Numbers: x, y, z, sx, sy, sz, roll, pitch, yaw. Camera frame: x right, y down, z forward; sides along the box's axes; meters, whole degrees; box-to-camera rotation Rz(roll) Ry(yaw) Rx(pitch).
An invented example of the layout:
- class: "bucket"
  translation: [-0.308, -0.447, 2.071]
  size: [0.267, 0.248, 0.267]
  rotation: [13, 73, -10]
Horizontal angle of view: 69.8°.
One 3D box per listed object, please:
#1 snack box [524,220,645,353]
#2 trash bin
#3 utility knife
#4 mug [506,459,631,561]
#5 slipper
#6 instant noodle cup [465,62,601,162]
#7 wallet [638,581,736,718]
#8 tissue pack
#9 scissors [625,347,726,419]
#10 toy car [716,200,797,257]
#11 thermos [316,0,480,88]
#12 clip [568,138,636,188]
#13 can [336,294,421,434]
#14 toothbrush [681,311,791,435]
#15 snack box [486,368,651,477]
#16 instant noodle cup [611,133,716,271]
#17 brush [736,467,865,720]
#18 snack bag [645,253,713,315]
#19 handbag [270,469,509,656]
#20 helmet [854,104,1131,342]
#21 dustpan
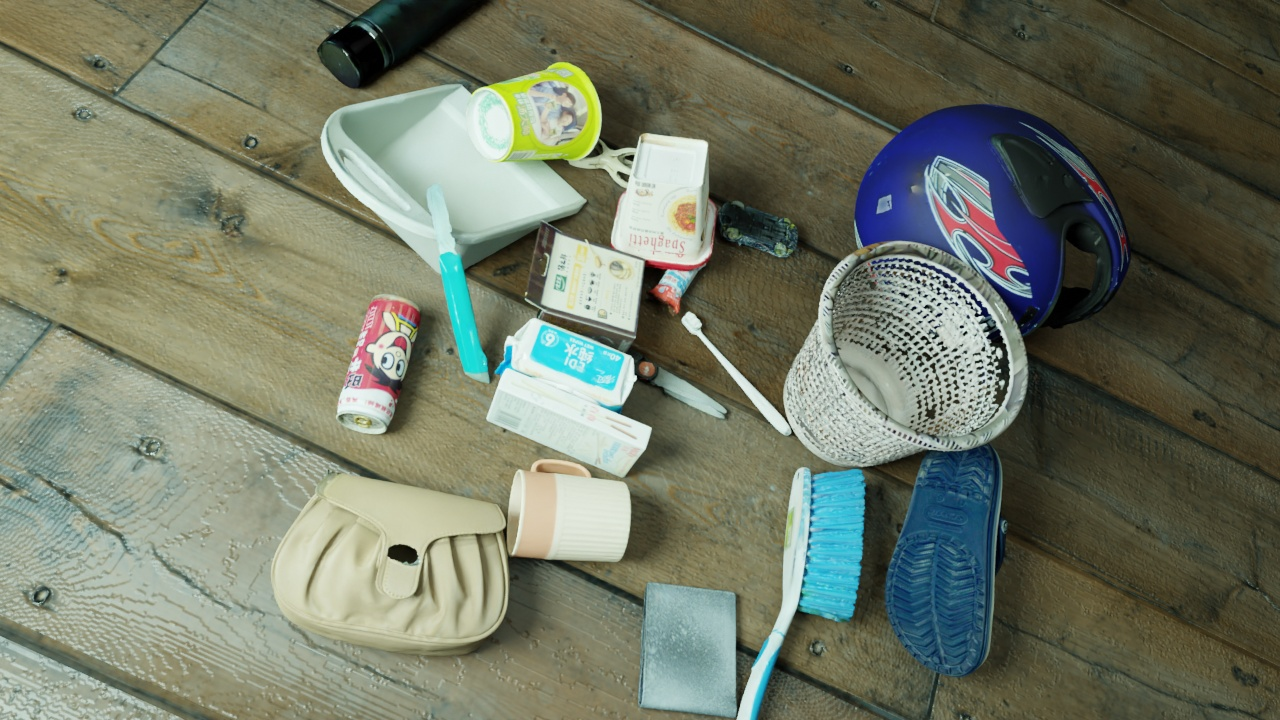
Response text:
- class: "snack box"
  translation: [-0.062, -0.077, 0.989]
  size: [0.125, 0.053, 0.113]
  rotation: [16, 54, -12]
- class: "trash bin"
  translation: [0.256, 0.017, 0.978]
  size: [0.227, 0.193, 0.227]
  rotation: [6, 64, -14]
- class: "utility knife"
  translation: [-0.181, -0.071, 0.909]
  size: [0.029, 0.220, 0.013]
  rotation: [-1, 31, 9]
- class: "mug"
  translation: [-0.072, 0.142, 0.896]
  size: [0.106, 0.082, 0.114]
  rotation: [8, 34, -15]
- class: "slipper"
  translation: [0.331, 0.203, 0.976]
  size: [0.095, 0.105, 0.252]
  rotation: [28, 68, -50]
- class: "instant noodle cup"
  translation: [-0.126, -0.272, 1.031]
  size: [0.123, 0.112, 0.111]
  rotation: [-24, 73, -43]
- class: "wallet"
  translation: [0.048, 0.281, 0.895]
  size: [0.097, 0.019, 0.120]
  rotation: [11, 62, -14]
- class: "tissue pack"
  translation: [-0.077, 0.018, 0.940]
  size: [0.140, 0.090, 0.063]
  rotation: [22, 62, -6]
- class: "scissors"
  translation: [0.001, -0.008, 1.013]
  size: [0.235, 0.022, 0.139]
  rotation: [11, 63, -11]
- class: "toy car"
  translation: [0.141, -0.158, 1.120]
  size: [0.105, 0.031, 0.048]
  rotation: [18, 61, -9]
- class: "thermos"
  translation: [-0.282, -0.421, 1.103]
  size: [0.090, 0.068, 0.241]
  rotation: [28, 59, 24]
- class: "clip"
  translation: [-0.033, -0.240, 1.108]
  size: [0.100, 0.035, 0.074]
  rotation: [24, 62, 1]
- class: "can"
  translation: [-0.260, 0.003, 0.913]
  size: [0.053, 0.053, 0.132]
  rotation: [14, 62, -10]
- class: "toothbrush"
  translation: [0.109, 0.014, 1.038]
  size: [0.016, 0.016, 0.180]
  rotation: [-36, 80, -25]
- class: "snack box"
  translation: [-0.074, 0.064, 0.921]
  size: [0.157, 0.085, 0.026]
  rotation: [23, 59, -6]
- class: "instant noodle cup"
  translation: [0.029, -0.179, 1.029]
  size: [0.116, 0.124, 0.116]
  rotation: [7, 55, 3]
- class: "brush"
  translation: [0.162, 0.252, 0.925]
  size: [0.109, 0.061, 0.313]
  rotation: [12, 65, -5]
- class: "snack bag"
  translation: [0.045, -0.097, 1.066]
  size: [0.045, 0.026, 0.105]
  rotation: [28, 58, 6]
- class: "handbag"
  translation: [-0.215, 0.179, 0.817]
  size: [0.204, 0.100, 0.147]
  rotation: [13, 59, -14]
- class: "helmet"
  translation: [0.394, -0.136, 1.064]
  size: [0.315, 0.248, 0.239]
  rotation: [48, 60, 1]
- class: "dustpan"
  translation: [-0.206, -0.211, 0.982]
  size: [0.222, 0.143, 0.257]
  rotation: [43, 63, 6]
